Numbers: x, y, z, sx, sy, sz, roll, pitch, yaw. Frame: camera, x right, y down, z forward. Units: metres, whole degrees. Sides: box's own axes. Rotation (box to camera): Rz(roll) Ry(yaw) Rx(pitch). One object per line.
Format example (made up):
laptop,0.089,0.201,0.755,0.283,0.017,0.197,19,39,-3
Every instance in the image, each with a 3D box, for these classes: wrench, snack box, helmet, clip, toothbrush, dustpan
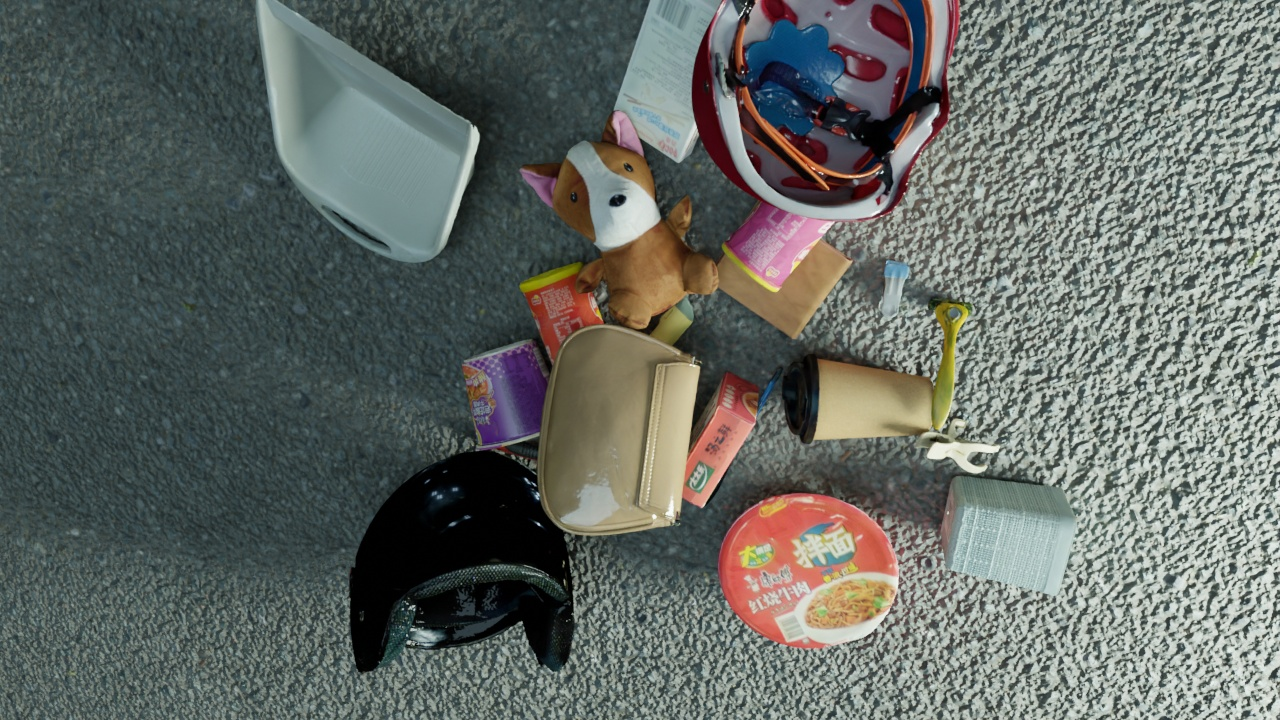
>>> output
wrench,-0.053,0.121,1.043,0.273,0.056,0.016,12,75,11
snack box,0.077,0.086,0.959,0.044,0.126,0.113,29,112,0
helmet,0.140,-0.238,0.761,0.207,0.144,0.240,26,90,-17
clip,0.325,0.092,0.922,0.092,0.103,0.035,35,112,20
clip,0.255,-0.072,0.927,0.026,0.038,0.058,7,109,7
toothbrush,0.109,0.085,1.013,0.016,0.014,0.190,36,113,23
snack box,0.033,-0.271,0.855,0.085,0.026,0.157,36,138,10
helmet,-0.197,0.233,1.015,0.233,0.229,0.276,12,148,-28
dustpan,-0.273,-0.194,0.898,0.222,0.258,0.142,32,88,-1

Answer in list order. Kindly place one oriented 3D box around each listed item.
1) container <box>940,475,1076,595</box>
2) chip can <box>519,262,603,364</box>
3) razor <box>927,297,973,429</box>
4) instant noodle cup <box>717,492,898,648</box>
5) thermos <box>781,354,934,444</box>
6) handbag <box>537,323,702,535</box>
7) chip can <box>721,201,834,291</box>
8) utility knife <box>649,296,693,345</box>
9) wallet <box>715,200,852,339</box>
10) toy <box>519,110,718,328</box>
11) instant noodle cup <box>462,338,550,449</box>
container,0.376,0.177,0.953,0.111,0.089,0.090,9,110,11
chip can,-0.057,0.006,0.978,0.073,0.073,0.216,-18,100,16
razor,0.301,0.003,0.905,0.043,0.028,0.132,11,76,5
instant noodle cup,0.184,0.222,1.018,0.194,0.065,0.194,3,108,10
thermos,0.221,0.042,0.940,0.143,0.093,0.093,3,110,1
handbag,-0.024,0.071,0.899,0.148,0.100,0.204,9,82,1
chip can,0.172,-0.166,0.872,0.071,0.071,0.211,39,106,-4
utility knife,-0.006,0.006,1.005,0.031,0.020,0.197,42,110,-1
wallet,0.141,-0.093,0.942,0.115,0.020,0.101,33,110,1
toy,-0.018,-0.133,0.901,0.140,0.130,0.199,-29,98,-4
instant noodle cup,-0.141,0.034,0.999,0.112,0.111,0.099,-17,96,16
